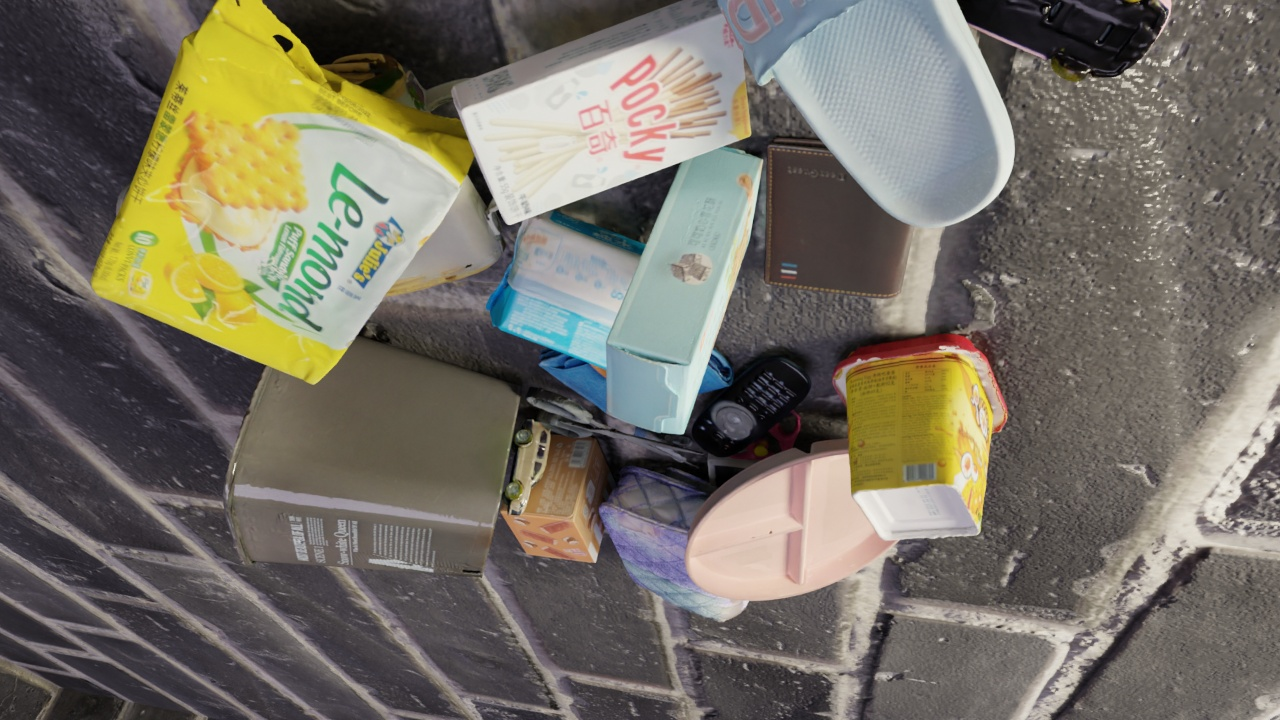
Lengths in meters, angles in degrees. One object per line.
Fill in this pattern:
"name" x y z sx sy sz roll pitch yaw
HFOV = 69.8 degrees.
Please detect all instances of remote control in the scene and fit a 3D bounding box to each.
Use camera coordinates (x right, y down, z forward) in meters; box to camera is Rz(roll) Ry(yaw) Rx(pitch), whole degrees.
"remote control" 0.093 0.037 0.773 0.053 0.024 0.137 37 134 -6
"remote control" 0.099 0.133 0.913 0.058 0.021 0.150 5 145 12

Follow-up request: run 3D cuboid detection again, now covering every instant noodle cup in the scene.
"instant noodle cup" 0.208 0.061 0.687 0.116 0.123 0.116 -10 138 30

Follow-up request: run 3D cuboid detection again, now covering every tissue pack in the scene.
"tissue pack" -0.033 -0.048 0.653 0.140 0.063 0.090 20 109 -6

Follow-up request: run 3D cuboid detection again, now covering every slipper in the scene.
"slipper" 0.095 -0.159 0.434 0.104 0.074 0.245 -21 117 39

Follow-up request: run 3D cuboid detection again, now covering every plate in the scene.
"plate" 0.148 0.147 0.838 0.229 0.028 0.230 -9 137 -9

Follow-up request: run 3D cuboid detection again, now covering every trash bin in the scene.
"trash bin" -0.234 0.094 0.841 0.219 0.198 0.199 13 145 -8

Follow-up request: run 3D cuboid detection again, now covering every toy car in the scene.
"toy car" 0.190 -0.179 0.441 0.122 0.037 0.056 26 145 5
"toy car" -0.108 0.101 0.858 0.035 0.090 0.042 14 160 -7

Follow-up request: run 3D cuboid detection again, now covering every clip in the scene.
"clip" 0.020 0.076 0.866 0.057 0.029 0.024 23 143 0

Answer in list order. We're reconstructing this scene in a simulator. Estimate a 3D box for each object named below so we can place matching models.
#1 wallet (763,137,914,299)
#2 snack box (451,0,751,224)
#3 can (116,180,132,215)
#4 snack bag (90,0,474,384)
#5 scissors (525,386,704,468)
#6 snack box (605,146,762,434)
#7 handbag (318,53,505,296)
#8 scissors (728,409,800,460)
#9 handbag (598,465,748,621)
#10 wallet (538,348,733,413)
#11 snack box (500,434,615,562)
"wallet" 0.129 -0.091 0.598 0.096 0.020 0.122 6 142 11
"snack box" -0.017 -0.139 0.511 0.157 0.026 0.085 -21 141 -3
"can" -0.316 -0.106 0.698 0.146 0.058 0.058 6 144 11
"snack bag" -0.221 -0.093 0.562 0.158 0.068 0.247 27 131 -26
"scissors" -0.030 0.063 0.843 0.174 0.014 0.159 -5 148 47
"snack box" 0.028 -0.047 0.558 0.051 0.174 0.074 15 146 8
"handbag" -0.147 -0.128 0.612 0.179 0.063 0.163 -9 139 16
"scissors" 0.137 0.085 0.826 0.136 0.017 0.106 28 128 -14
"handbag" 0.041 0.187 0.948 0.134 0.075 0.194 18 148 26
"wallet" -0.005 0.004 0.761 0.133 0.040 0.106 -17 139 36
"snack box" -0.080 0.138 0.920 0.077 0.092 0.094 3 144 16
